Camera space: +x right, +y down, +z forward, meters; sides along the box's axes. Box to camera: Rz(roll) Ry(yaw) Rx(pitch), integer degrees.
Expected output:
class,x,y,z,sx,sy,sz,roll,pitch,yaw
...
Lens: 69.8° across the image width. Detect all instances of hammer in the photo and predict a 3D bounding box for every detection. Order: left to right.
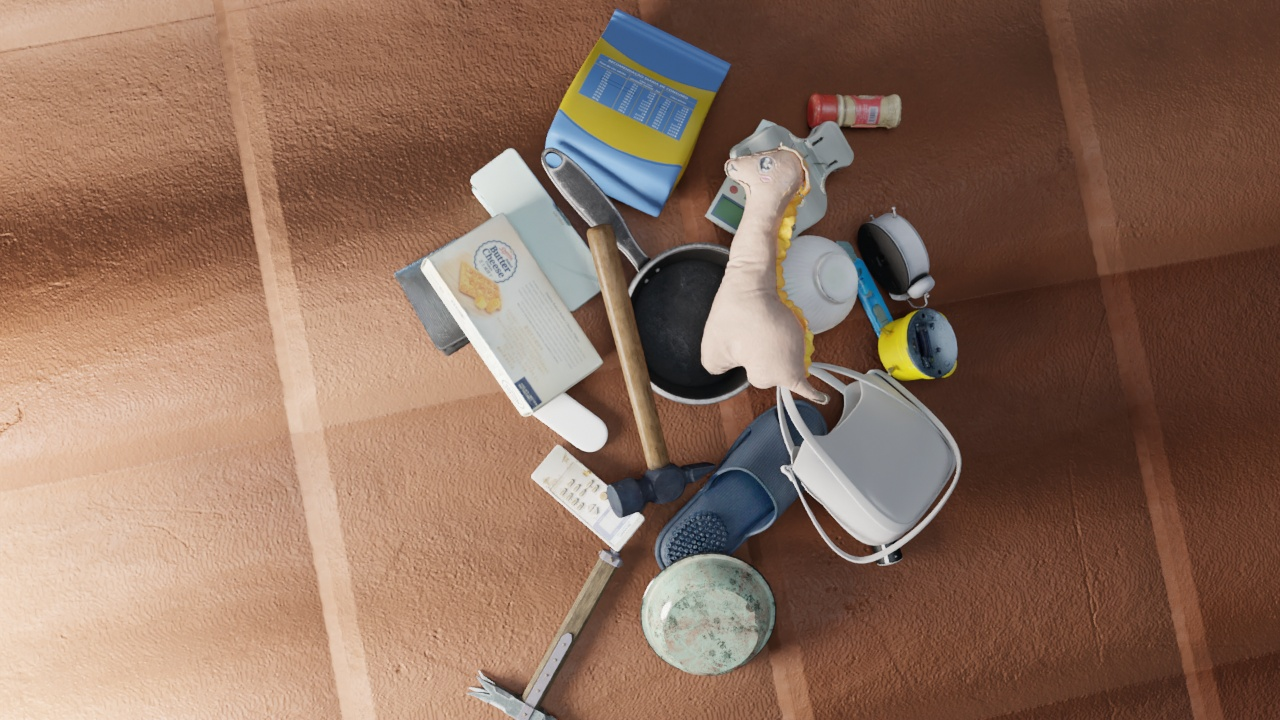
class,x,y,z,sx,sy,sz,roll,pitch,yaw
hammer,-0.057,0.279,1.067,0.147,0.028,0.316,30,86,-1
hammer,-0.006,0.006,1.025,0.129,0.040,0.322,-18,100,-21

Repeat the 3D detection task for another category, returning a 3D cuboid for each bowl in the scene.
class,x,y,z,sx,sy,sz,roll,pitch,yaw
bowl,0.079,0.299,1.046,0.157,0.038,0.157,0,105,-1
bowl,0.210,-0.092,1.066,0.118,0.062,0.118,3,83,-27

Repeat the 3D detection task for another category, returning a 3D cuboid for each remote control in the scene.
class,x,y,z,sx,sy,sz,roll,pitch,yaw
remote control,-0.097,0.059,1.082,0.136,0.013,0.043,37,85,-2
remote control,-0.061,0.159,1.063,0.136,0.011,0.050,39,85,13
remote control,0.133,-0.220,1.106,0.049,0.024,0.143,31,85,-6

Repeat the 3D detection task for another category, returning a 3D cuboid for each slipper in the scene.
class,x,y,z,sx,sy,sz,roll,pitch,yaw
slipper,0.125,0.157,1.059,0.101,0.082,0.263,45,86,-3

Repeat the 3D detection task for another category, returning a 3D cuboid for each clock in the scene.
class,x,y,z,sx,sy,sz,roll,pitch,yaw
clock,0.303,-0.116,1.080,0.035,0.094,0.122,-30,95,-9
clock,0.338,-0.017,1.088,0.118,0.057,0.083,-6,82,-30

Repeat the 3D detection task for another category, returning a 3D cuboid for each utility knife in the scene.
class,x,y,z,sx,sy,sz,roll,pitch,yaw
utility knife,0.282,-0.067,1.114,0.031,0.015,0.178,-26,88,-16

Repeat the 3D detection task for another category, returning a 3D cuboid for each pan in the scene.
class,x,y,z,sx,sy,sz,roll,pitch,yaw
pan,0.011,-0.103,1.051,0.187,0.055,0.357,-44,100,-4

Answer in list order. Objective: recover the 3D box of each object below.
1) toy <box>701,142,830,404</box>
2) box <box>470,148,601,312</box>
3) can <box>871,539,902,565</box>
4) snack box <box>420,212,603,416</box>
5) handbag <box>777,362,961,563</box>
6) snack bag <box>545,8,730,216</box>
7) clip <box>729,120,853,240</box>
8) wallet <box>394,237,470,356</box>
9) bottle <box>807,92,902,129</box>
class,x,y,z,sx,sy,sz,roll,pitch,yaw
toy,0.155,-0.097,1.013,0.196,0.065,0.264,20,100,7
box,-0.117,-0.150,1.075,0.082,0.066,0.199,-39,92,-23
can,0.285,0.200,1.092,0.031,0.031,0.080,-17,88,-5
snack box,-0.145,-0.051,1.040,0.104,0.058,0.208,-36,96,-18
handbag,0.239,0.091,1.041,0.222,0.096,0.215,45,56,5
snack bag,-0.001,-0.296,1.069,0.159,0.102,0.205,25,75,-3
clip,0.174,-0.220,1.080,0.152,0.097,0.126,-39,104,-29
wallet,-0.222,-0.074,1.073,0.089,0.026,0.115,-32,89,-3
bottle,0.259,-0.301,1.111,0.109,0.044,0.044,-1,87,-4
